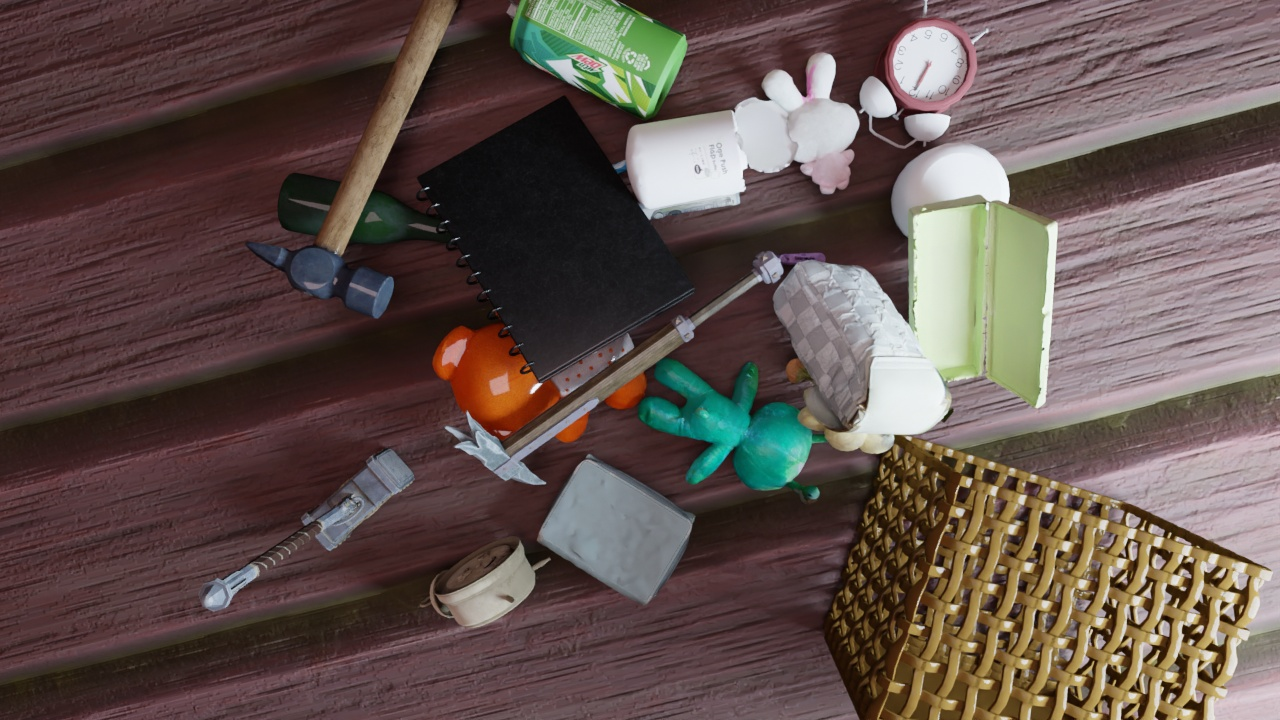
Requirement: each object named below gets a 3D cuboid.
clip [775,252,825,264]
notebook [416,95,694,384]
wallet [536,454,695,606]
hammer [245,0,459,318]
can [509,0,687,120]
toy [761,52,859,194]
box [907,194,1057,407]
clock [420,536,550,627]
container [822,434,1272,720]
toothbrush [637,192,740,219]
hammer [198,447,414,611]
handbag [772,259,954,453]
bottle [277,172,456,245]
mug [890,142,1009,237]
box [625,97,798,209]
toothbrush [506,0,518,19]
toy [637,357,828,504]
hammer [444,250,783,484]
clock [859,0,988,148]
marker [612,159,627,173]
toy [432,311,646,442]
[{"bbox_3d":[0.149,-0.096,0.868,0.051,0.045,0.014,1,93,15],"label":"clip"},{"bbox_3d":[-0.084,-0.113,0.833,0.169,0.019,0.231,-31,75,-6],"label":"notebook"},{"bbox_3d":[-0.023,0.162,0.886,0.131,0.054,0.100,32,86,1],"label":"wallet"},{"bbox_3d":[-0.238,-0.207,0.835,0.129,0.040,0.321,21,80,0],"label":"hammer"},{"bbox_3d":[-0.038,-0.285,0.832,0.144,0.083,0.083,26,95,0],"label":"can"},{"bbox_3d":[0.163,-0.216,0.853,0.076,0.037,0.125,-22,96,0],"label":"toy"},{"bbox_3d":[0.300,-0.053,0.810,0.134,0.061,0.188,12,132,34],"label":"box"},{"bbox_3d":[-0.159,0.222,0.885,0.141,0.092,0.054,-23,101,29],"label":"clock"},{"bbox_3d":[0.323,0.213,0.791,0.251,0.219,0.214,17,95,1],"label":"container"},{"bbox_3d":[0.002,-0.142,0.873,0.185,0.022,0.024,-12,76,2],"label":"toothbrush"},{"bbox_3d":[-0.278,0.144,0.758,0.098,0.322,0.044,-41,92,4],"label":"hammer"},{"bbox_3d":[0.183,-0.003,0.825,0.112,0.124,0.171,0,53,-31],"label":"handbag"},{"bbox_3d":[-0.248,-0.134,0.869,0.174,0.055,0.055,11,95,-2],"label":"bottle"},{"bbox_3d":[0.281,-0.138,0.839,0.094,0.068,0.115,1,95,2],"label":"mug"},{"bbox_3d":[0.068,-0.190,0.834,0.160,0.091,0.081,-8,111,6],"label":"box"},{"bbox_3d":[-0.125,-0.318,0.783,0.010,0.181,0.010,31,98,5],"label":"toothbrush"},{"bbox_3d":[0.093,0.066,0.861,0.193,0.072,0.130,25,87,-1],"label":"toy"},{"bbox_3d":[-0.005,0.005,0.816,0.317,0.147,0.028,-35,56,2],"label":"hammer"},{"bbox_3d":[0.256,-0.257,0.842,0.087,0.044,0.124,28,94,0],"label":"clock"},{"bbox_3d":[0.026,-0.203,0.872,0.142,0.013,0.013,-22,94,4],"label":"marker"},{"bbox_3d":[-0.095,0.002,0.862,0.172,0.093,0.164,-29,96,-8],"label":"toy"}]
